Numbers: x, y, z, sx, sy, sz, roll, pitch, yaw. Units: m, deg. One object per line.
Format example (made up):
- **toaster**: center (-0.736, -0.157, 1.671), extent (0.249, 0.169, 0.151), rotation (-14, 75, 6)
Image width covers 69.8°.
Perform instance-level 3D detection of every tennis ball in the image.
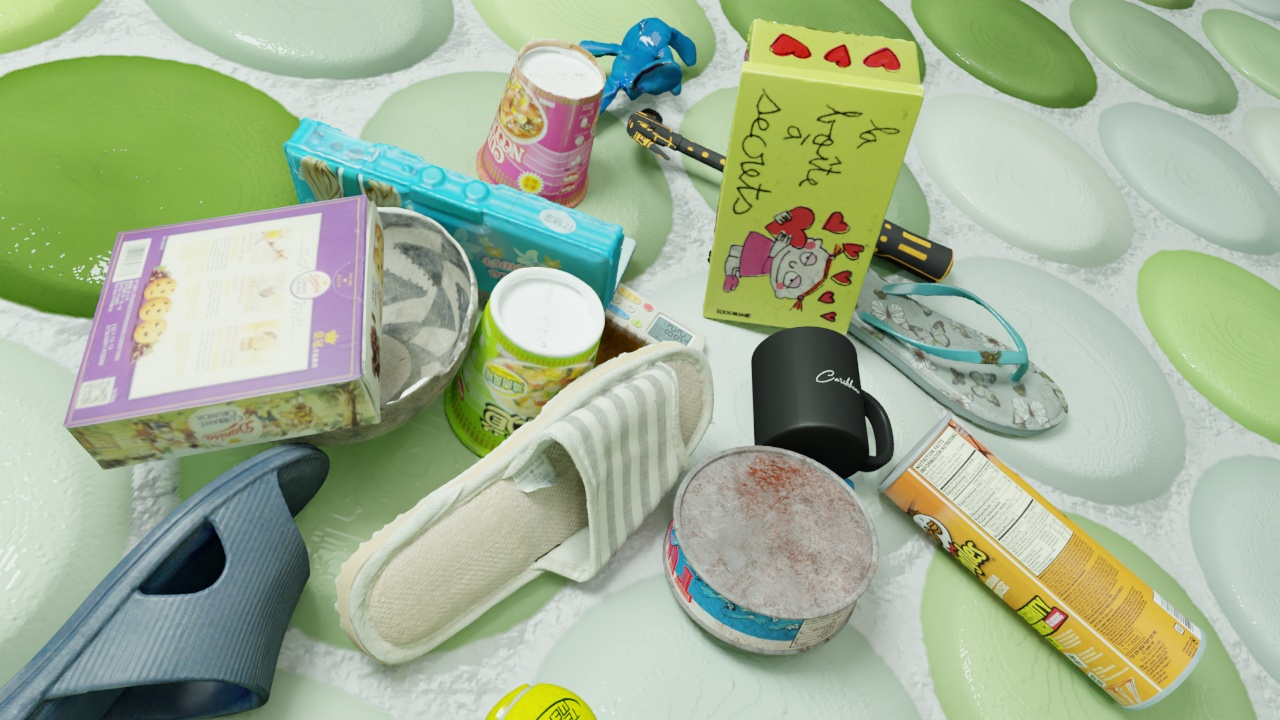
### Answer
- **tennis ball**: center (-0.052, 0.201, 0.473), extent (0.065, 0.066, 0.065), rotation (11, 51, -14)

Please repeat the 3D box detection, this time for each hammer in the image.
- **hammer**: center (0.135, -0.145, 0.815), extent (0.320, 0.036, 0.123), rotation (24, 22, -7)

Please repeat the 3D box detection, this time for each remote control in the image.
- **remote control**: center (-0.008, -0.036, 0.702), extent (0.125, 0.018, 0.038), rotation (32, 50, 3)

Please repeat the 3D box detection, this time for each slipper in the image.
- **slipper**: center (-0.221, 0.147, 0.428), extent (0.082, 0.101, 0.262), rotation (33, 53, 6)
- **slipper**: center (-0.049, 0.080, 0.539), extent (0.271, 0.115, 0.054), rotation (-34, 42, -29)
- **slipper**: center (0.244, -0.025, 0.770), extent (0.269, 0.055, 0.098), rotation (32, 52, 6)

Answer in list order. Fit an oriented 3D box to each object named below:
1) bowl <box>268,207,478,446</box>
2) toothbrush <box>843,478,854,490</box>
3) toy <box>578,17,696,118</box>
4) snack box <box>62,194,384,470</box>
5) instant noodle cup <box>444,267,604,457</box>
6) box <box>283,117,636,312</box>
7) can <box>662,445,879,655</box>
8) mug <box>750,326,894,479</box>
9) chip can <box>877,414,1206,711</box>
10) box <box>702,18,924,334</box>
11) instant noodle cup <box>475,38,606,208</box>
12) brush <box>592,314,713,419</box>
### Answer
- **bowl**: center (-0.183, -0.009, 0.566), extent (0.178, 0.081, 0.178), rotation (-1, 50, 1)
- **toothbrush**: center (0.117, 0.126, 0.630), extent (0.022, 0.017, 0.134), rotation (36, 48, 9)
- **toy**: center (0.006, -0.274, 0.847), extent (0.113, 0.071, 0.175), rotation (5, 38, 28)
- **snack box**: center (-0.217, -0.021, 0.500), extent (0.148, 0.041, 0.143), rotation (-9, 50, -3)
- **instant noodle cup**: center (-0.070, 0.000, 0.592), extent (0.099, 0.108, 0.098), rotation (11, 50, -13)
- **box**: center (-0.122, -0.093, 0.659), extent (0.227, 0.169, 0.086), rotation (19, 94, 2)
- **can**: center (0.081, 0.117, 0.584), extent (0.130, 0.044, 0.129), rotation (6, 44, -6)
- **mug**: center (0.135, 0.039, 0.664), extent (0.113, 0.078, 0.087), rotation (21, 49, -21)
- **chip can**: center (0.274, 0.137, 0.641), extent (0.215, 0.075, 0.075), rotation (43, 51, 13)
- **box**: center (0.118, -0.127, 0.675), extent (0.124, 0.221, 0.082), rotation (10, 50, 1)
- **instant noodle cup**: center (-0.075, -0.190, 0.734), extent (0.097, 0.109, 0.097), rotation (10, 52, -13)
- **brush**: center (-0.004, 0.004, 0.670), extent (0.126, 0.017, 0.048), rotation (31, 57, 4)
